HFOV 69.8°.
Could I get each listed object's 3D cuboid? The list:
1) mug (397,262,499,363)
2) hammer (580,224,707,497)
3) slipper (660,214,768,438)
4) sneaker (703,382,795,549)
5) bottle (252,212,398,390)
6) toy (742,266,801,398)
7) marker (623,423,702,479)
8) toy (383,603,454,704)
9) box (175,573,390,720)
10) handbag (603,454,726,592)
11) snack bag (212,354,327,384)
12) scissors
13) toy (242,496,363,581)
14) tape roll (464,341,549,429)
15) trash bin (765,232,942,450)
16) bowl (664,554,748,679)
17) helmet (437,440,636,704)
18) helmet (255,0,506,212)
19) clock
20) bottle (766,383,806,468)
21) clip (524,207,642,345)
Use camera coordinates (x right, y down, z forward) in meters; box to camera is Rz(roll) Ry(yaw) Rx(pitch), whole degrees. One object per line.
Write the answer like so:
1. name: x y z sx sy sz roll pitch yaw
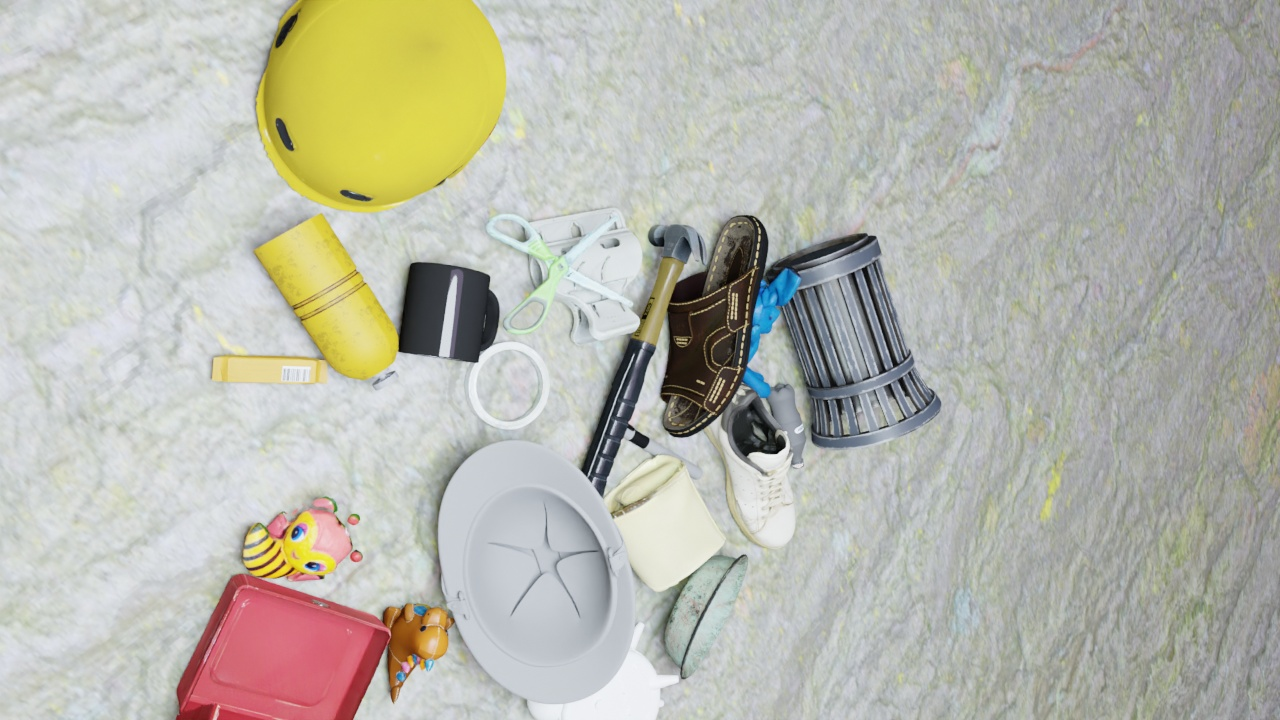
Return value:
1. mug: -0.182 -0.044 0.910 0.113 0.078 0.088 12 86 -59
2. hammer: -0.006 0.006 1.005 0.025 0.118 0.333 22 86 -28
3. slipper: 0.073 -0.043 1.042 0.075 0.113 0.267 18 87 -31
4. sneaker: 0.148 0.124 1.100 0.088 0.102 0.241 -34 110 -26
5. bottle: -0.278 -0.047 0.845 0.070 0.071 0.164 -37 109 -25
6. toy: 0.135 -0.040 1.096 0.071 0.112 0.177 -3 118 -19
7. marker: 0.020 0.104 1.070 0.140 0.016 0.016 33 75 -29
8. toy: -0.217 0.286 0.887 0.070 0.090 0.103 20 77 -29
9. box: -0.312 0.281 0.819 0.157 0.154 0.168 29 47 -31
10. handbag: 0.021 0.182 1.042 0.111 0.081 0.119 -37 112 -17
11. snack bag: -0.338 0.009 0.841 0.099 0.020 0.026 2 99 -32
12. scissors: -0.085 -0.098 0.941 0.174 0.022 0.171 43 72 -3
13. toy: -0.313 0.171 0.850 0.103 0.046 0.084 -6 118 -22
14. tape roll: -0.140 0.026 0.969 0.093 0.013 0.093 -1 93 -31
15. trash bin: 0.255 -0.028 1.130 0.164 0.164 0.227 -27 102 -28
16. bowl: 0.071 0.287 1.061 0.157 0.038 0.158 -50 155 -34
17. helmet: -0.103 0.205 0.948 0.183 0.117 0.271 -16 95 1
18. helmet: -0.223 -0.250 0.830 0.209 0.140 0.239 42 72 -26
19. clock: -0.040 0.377 1.012 0.160 0.073 0.125 -20 102 -30
20. bottle: 0.188 0.084 1.161 0.036 0.036 0.110 -23 104 -29
21. clip: -0.054 -0.090 0.995 0.124 0.073 0.142 -15 90 -28
